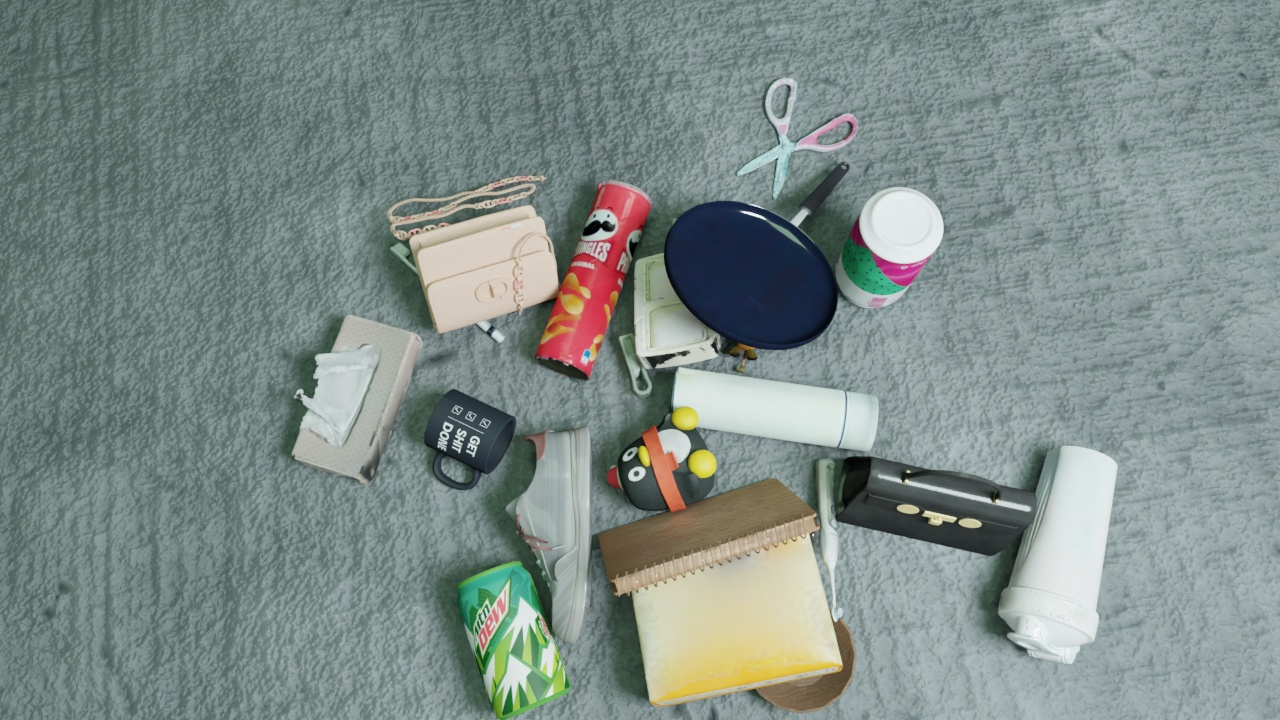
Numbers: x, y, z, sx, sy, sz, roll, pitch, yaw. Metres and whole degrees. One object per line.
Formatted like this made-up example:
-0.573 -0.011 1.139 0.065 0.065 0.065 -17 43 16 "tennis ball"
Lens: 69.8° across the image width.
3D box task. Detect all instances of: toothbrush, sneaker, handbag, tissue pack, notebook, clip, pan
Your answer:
-0.233 -0.084 1.112 0.187 0.012 0.017 39 74 11 "toothbrush"
-0.099 0.183 0.987 0.089 0.099 0.235 0 66 0 "sneaker"
-0.187 -0.131 1.112 0.198 0.117 0.187 -19 33 -14 "handbag"
0.203 0.191 0.988 0.024 0.022 0.185 -23 46 33 "toothbrush"
-0.330 0.040 1.050 0.104 0.071 0.181 17 78 5 "tissue pack"
0.065 0.179 0.948 0.210 0.169 0.022 -17 97 -4 "notebook"
-0.006 0.007 1.073 0.023 0.047 0.076 -18 76 -3 "clip"
0.309 0.136 0.940 0.176 0.196 0.072 12 73 4 "handbag"
0.161 -0.139 1.036 0.199 0.021 0.355 37 52 7 "pan"

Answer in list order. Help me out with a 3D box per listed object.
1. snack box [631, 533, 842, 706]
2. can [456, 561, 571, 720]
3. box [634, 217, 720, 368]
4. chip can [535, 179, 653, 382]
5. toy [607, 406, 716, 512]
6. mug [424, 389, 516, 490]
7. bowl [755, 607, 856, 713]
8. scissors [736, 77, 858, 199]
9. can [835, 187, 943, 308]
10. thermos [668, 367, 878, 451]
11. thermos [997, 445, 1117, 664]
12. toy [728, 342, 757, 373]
0.094 0.261 0.944 0.195 0.081 0.145 -13 64 5 "snack box"
-0.135 0.291 0.959 0.083 0.083 0.144 -22 74 -6 "can"
0.075 -0.088 1.022 0.194 0.101 0.143 -11 57 14 "box"
-0.055 -0.094 1.081 0.073 0.073 0.232 18 75 6 "chip can"
0.022 0.120 1.002 0.119 0.100 0.097 -20 54 1 "toy"
-0.197 0.095 1.033 0.077 0.071 0.105 24 102 8 "mug"
0.168 0.311 0.969 0.118 0.030 0.117 -5 65 10 "bowl"
0.184 -0.290 1.168 0.172 0.014 0.158 -30 76 -4 "scissors"
0.275 -0.122 1.034 0.088 0.166 0.088 0 73 1 "can"
0.148 0.055 1.035 0.230 0.068 0.067 9 73 3 "thermos"
0.450 0.205 0.974 0.099 0.099 0.220 21 71 7 "thermos"
0.127 -0.036 1.069 0.076 0.062 0.100 13 84 27 "toy"
